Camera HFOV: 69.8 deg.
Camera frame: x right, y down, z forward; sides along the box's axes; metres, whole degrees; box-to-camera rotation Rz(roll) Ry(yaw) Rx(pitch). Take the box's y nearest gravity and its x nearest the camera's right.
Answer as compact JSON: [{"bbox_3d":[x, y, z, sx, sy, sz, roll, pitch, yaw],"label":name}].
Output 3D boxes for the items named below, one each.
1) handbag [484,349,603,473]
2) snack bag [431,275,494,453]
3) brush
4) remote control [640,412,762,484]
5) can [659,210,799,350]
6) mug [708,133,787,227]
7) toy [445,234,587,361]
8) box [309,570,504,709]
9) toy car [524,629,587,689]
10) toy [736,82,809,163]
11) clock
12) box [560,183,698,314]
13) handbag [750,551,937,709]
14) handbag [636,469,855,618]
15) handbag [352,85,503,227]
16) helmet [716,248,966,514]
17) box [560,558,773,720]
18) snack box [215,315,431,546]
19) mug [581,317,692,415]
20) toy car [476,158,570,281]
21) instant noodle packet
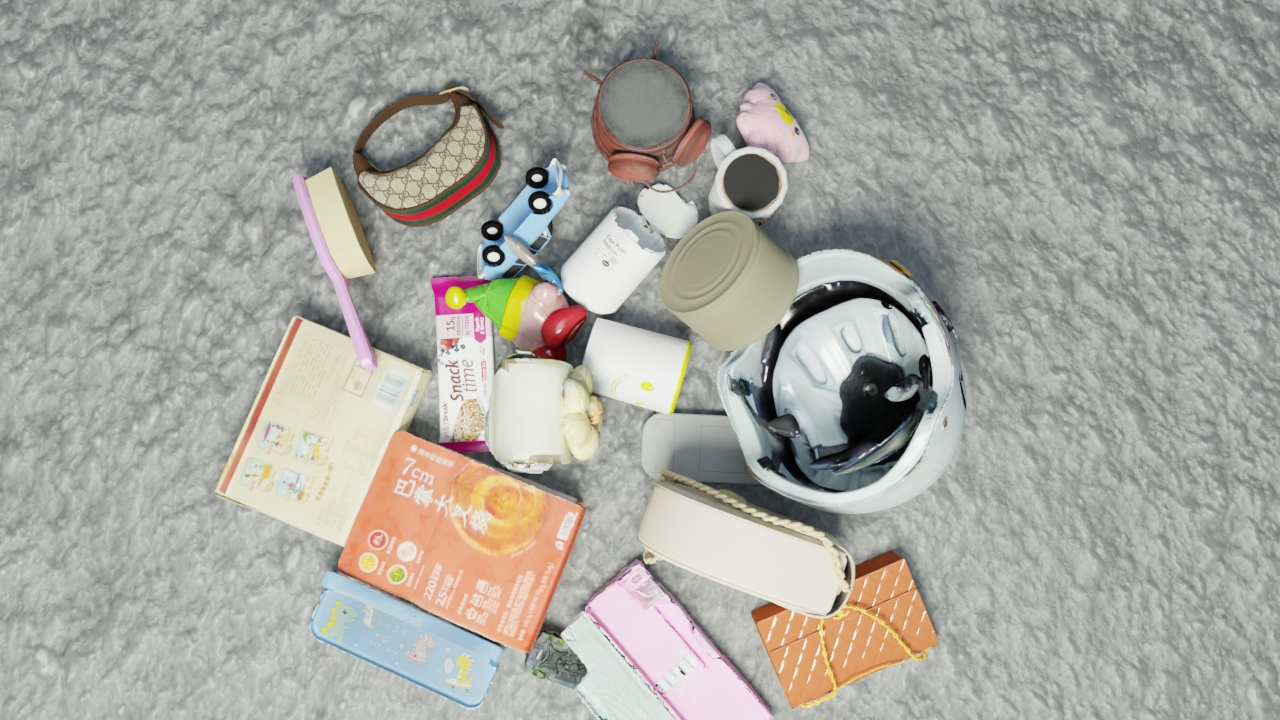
[{"bbox_3d":[-0.097,0.060,0.940,0.123,0.172,0.112,1,79,-8],"label":"handbag"},{"bbox_3d":[-0.194,0.004,1.017,0.070,0.016,0.196,-3,87,1],"label":"snack bag"},{"bbox_3d":[-0.308,-0.098,0.972,0.043,0.089,0.228,-22,75,-7],"label":"brush"},{"bbox_3d":[0.076,0.097,1.013,0.151,0.019,0.074,3,87,-1],"label":"remote control"},{"bbox_3d":[0.089,-0.083,0.946,0.073,0.128,0.127,36,86,-35],"label":"can"},{"bbox_3d":[0.107,-0.195,0.994,0.073,0.089,0.105,-30,87,-2],"label":"mug"},{"bbox_3d":[-0.130,-0.055,0.973,0.131,0.124,0.096,44,50,12],"label":"toy"},{"bbox_3d":[-0.249,0.291,0.982,0.209,0.049,0.121,25,128,1],"label":"box"},{"bbox_3d":[-0.074,0.328,0.992,0.105,0.033,0.048,27,84,-12],"label":"toy car"},{"bbox_3d":[0.139,-0.258,1.008,0.050,0.093,0.102,-37,82,38],"label":"toy"},{"bbox_3d":[0.010,-0.257,1.006,0.120,0.072,0.157,-24,87,-2],"label":"clock"},{"bbox_3d":[-0.010,-0.126,1.005,0.083,0.143,0.137,47,117,5],"label":"box"},{"bbox_3d":[0.222,0.294,0.986,0.172,0.060,0.109,-23,91,-2],"label":"handbag"},{"bbox_3d":[0.101,0.189,0.911,0.209,0.210,0.103,19,86,10],"label":"handbag"},{"bbox_3d":[-0.235,-0.233,1.012,0.166,0.063,0.138,-36,78,-2],"label":"handbag"},{"bbox_3d":[0.218,0.029,0.939,0.237,0.163,0.263,-26,59,25],"label":"helmet"},{"bbox_3d":[0.018,0.346,0.977,0.158,0.066,0.230,-40,88,-27],"label":"box"},{"bbox_3d":[-0.339,0.076,0.992,0.153,0.055,0.207,23,87,0],"label":"snack box"},{"bbox_3d":[-0.006,0.006,0.986,0.106,0.082,0.082,15,87,1],"label":"mug"},{"bbox_3d":[-0.122,-0.146,0.980,0.054,0.056,0.154,26,125,-33],"label":"toy car"},{"bbox_3d":[-0.187,0.187,0.963,0.221,0.084,0.164,22,87,-5],"label":"instant noodle packet"}]
